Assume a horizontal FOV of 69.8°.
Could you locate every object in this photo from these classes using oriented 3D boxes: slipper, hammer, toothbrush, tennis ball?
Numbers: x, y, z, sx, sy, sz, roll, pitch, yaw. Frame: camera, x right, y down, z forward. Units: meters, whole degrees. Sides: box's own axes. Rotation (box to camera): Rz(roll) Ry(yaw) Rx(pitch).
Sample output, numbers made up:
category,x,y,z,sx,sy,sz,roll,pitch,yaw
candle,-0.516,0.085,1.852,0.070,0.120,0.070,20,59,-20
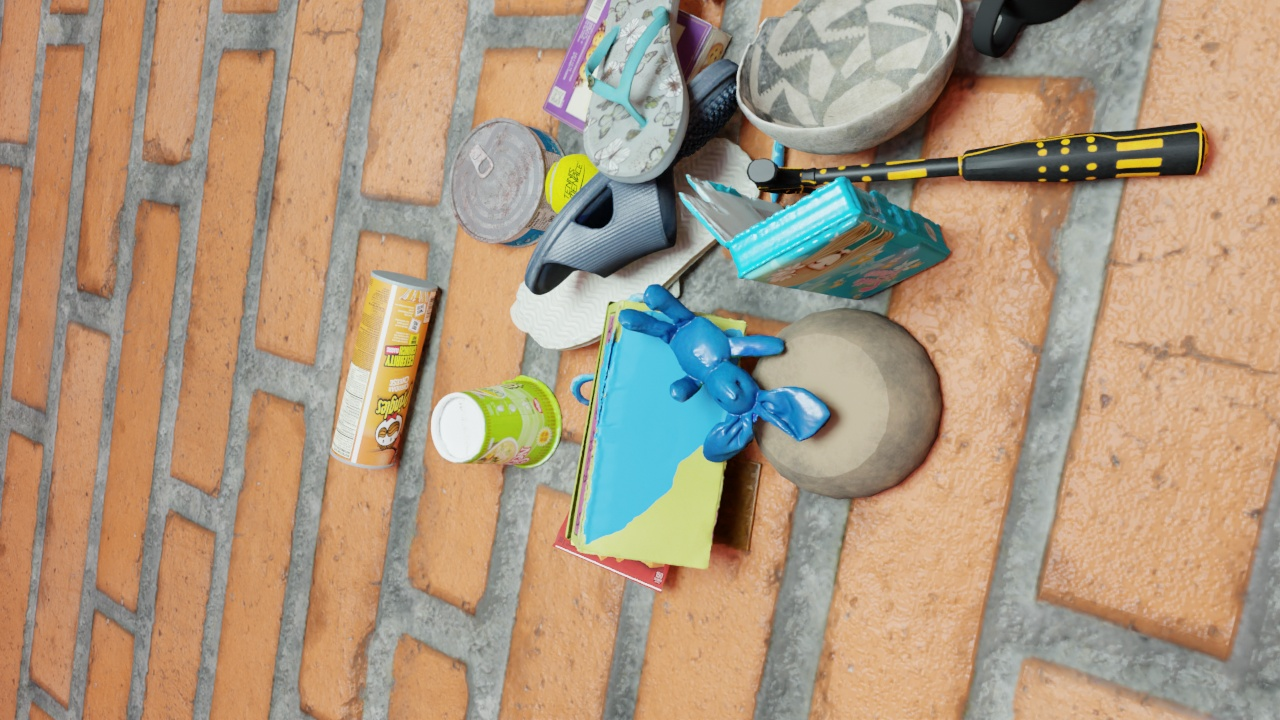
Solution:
category,x,y,z,sx,sy,sz,roll,pitch,yaw
slipper,-0.013,-0.259,0.775,0.098,0.054,0.268,-20,51,30
hammer,0.246,-0.148,0.700,0.321,0.123,0.036,0,94,22
toothbrush,0.126,-0.207,0.813,0.017,0.022,0.135,10,95,0
slipper,0.012,-0.140,0.800,0.082,0.101,0.264,45,96,8
slipper,-0.002,-0.106,0.877,0.273,0.054,0.114,-34,73,19
tennis ball,-0.061,-0.170,0.906,0.065,0.065,0.065,0,90,33

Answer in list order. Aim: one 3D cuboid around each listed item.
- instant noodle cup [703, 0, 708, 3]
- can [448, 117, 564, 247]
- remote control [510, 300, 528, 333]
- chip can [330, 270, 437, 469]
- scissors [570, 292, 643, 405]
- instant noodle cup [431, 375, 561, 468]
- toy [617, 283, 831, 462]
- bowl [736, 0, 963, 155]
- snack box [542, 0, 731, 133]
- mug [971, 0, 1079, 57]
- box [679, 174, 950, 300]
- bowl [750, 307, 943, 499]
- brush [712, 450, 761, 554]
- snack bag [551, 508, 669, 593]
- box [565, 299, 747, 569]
category,x,y,z,sx,sy,sz,roll,pitch,yaw
instant noodle cup,0.079,-0.390,0.806,0.109,0.097,0.097,-28,75,22
can,-0.140,-0.186,0.969,0.130,0.044,0.130,0,90,33
remote control,-0.090,-0.082,0.953,0.038,0.018,0.126,49,112,23
chip can,-0.293,0.011,1.048,0.075,0.075,0.215,22,101,31
scissors,-0.006,0.005,0.868,0.140,0.011,0.134,-17,110,9
instant noodle cup,-0.151,0.067,0.938,0.099,0.107,0.099,0,91,32
toy,0.056,0.014,0.739,0.176,0.070,0.113,44,112,4
bowl,0.172,-0.226,0.737,0.179,0.081,0.178,-17,51,22
snack box,-0.008,-0.276,0.886,0.148,0.040,0.144,36,109,27
mug,0.278,-0.282,0.675,0.078,0.087,0.114,31,106,29
box,0.124,-0.090,0.691,0.170,0.226,0.086,13,96,32
bowl,0.160,0.036,0.760,0.162,0.070,0.162,0,90,33
brush,0.086,0.109,0.839,0.048,0.017,0.126,11,96,32
snack bag,-0.012,0.132,0.887,0.131,0.039,0.144,16,88,30
box,0.013,0.062,0.806,0.124,0.083,0.221,8,86,-11
